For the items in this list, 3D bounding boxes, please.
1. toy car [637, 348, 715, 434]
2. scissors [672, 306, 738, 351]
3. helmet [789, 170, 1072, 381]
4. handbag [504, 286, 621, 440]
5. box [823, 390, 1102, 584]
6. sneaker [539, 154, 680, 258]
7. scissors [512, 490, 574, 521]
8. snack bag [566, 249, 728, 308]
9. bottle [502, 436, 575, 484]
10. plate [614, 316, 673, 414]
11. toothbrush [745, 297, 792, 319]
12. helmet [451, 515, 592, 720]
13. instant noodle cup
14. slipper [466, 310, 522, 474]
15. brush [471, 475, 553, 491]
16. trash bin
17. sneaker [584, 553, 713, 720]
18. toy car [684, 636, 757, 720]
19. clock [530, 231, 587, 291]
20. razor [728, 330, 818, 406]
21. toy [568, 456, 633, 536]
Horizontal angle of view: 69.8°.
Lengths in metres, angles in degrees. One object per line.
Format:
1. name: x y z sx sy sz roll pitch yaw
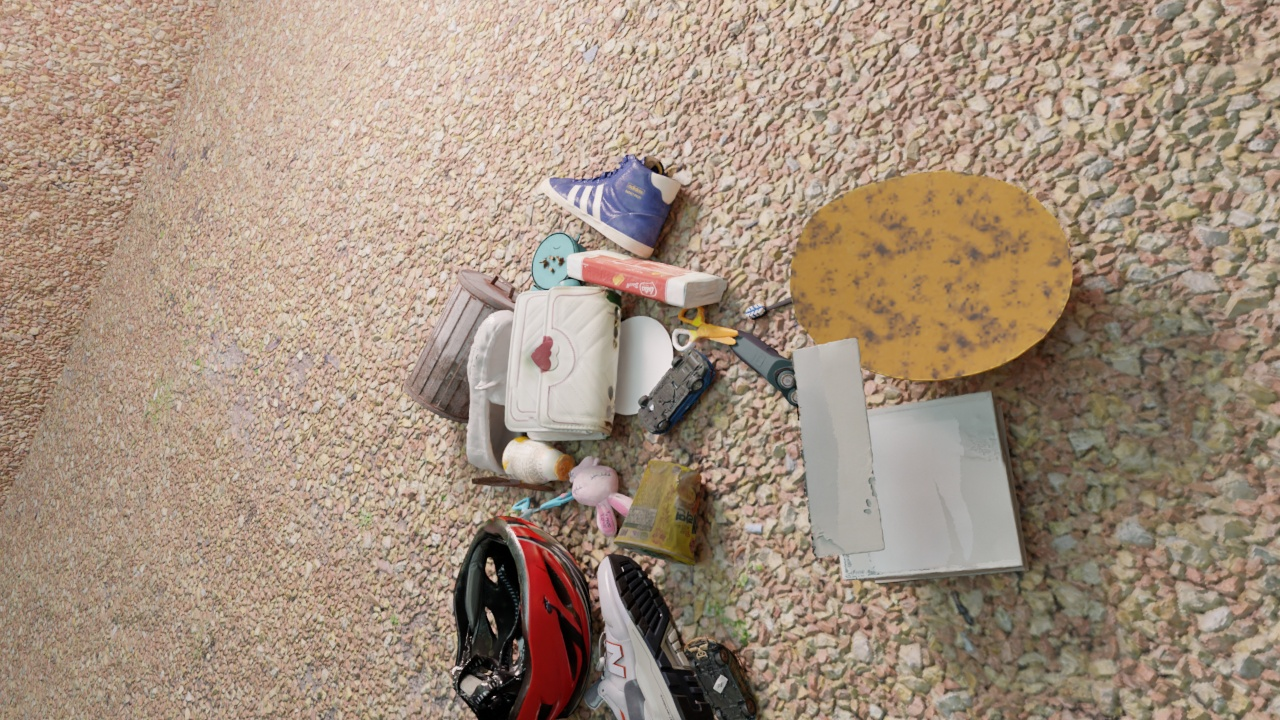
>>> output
1. toy car: 0.047 0.042 1.149 0.120 0.043 0.056 -50 52 16
2. scissors: 0.080 -0.032 1.146 0.130 0.013 0.070 27 98 55
3. helmet: 0.290 -0.069 0.915 0.256 0.131 0.205 6 80 27
4. handbag: -0.099 0.006 1.224 0.142 0.096 0.198 -3 73 20
5. box: 0.368 0.159 1.004 0.172 0.403 0.168 -16 67 36
6. sneaker: -0.042 -0.248 1.275 0.233 0.091 0.118 41 109 39
7. scissors: -0.139 0.197 1.246 0.135 0.135 0.015 -170 62 -78
8. snack bag: 0.003 -0.110 1.209 0.225 0.077 0.041 20 114 41
9. bottle: -0.139 0.141 1.265 0.109 0.063 0.063 6 81 41
10. plate: -0.007 0.007 1.227 0.135 0.011 0.134 -13 70 37
11. toothbrush: 0.197 -0.080 1.078 0.168 0.014 0.014 -21 53 35
12. helmet: -0.148 0.328 1.145 0.218 0.166 0.272 -3 88 55
13. instant noodle cup: 0.029 0.182 1.099 0.102 0.102 0.108 2 69 40
14. slipper: -0.199 0.049 1.294 0.075 0.112 0.247 16 112 22
15. brush: -0.162 0.166 1.224 0.045 0.143 0.008 -10 73 29
16. trash bin: -0.249 -0.028 1.365 0.131 0.130 0.211 41 106 40
17. sneaker: -0.018 0.358 1.084 0.124 0.088 0.239 -42 58 20
18. toy car: 0.094 0.351 1.021 0.047 0.047 0.112 -26 91 33
19. clock: -0.116 -0.124 1.329 0.090 0.053 0.124 -3 76 41
20. razor: 0.150 0.003 1.077 0.143 0.052 0.047 42 107 49
21. toy: -0.051 0.172 1.192 0.063 0.047 0.110 -42 67 2
